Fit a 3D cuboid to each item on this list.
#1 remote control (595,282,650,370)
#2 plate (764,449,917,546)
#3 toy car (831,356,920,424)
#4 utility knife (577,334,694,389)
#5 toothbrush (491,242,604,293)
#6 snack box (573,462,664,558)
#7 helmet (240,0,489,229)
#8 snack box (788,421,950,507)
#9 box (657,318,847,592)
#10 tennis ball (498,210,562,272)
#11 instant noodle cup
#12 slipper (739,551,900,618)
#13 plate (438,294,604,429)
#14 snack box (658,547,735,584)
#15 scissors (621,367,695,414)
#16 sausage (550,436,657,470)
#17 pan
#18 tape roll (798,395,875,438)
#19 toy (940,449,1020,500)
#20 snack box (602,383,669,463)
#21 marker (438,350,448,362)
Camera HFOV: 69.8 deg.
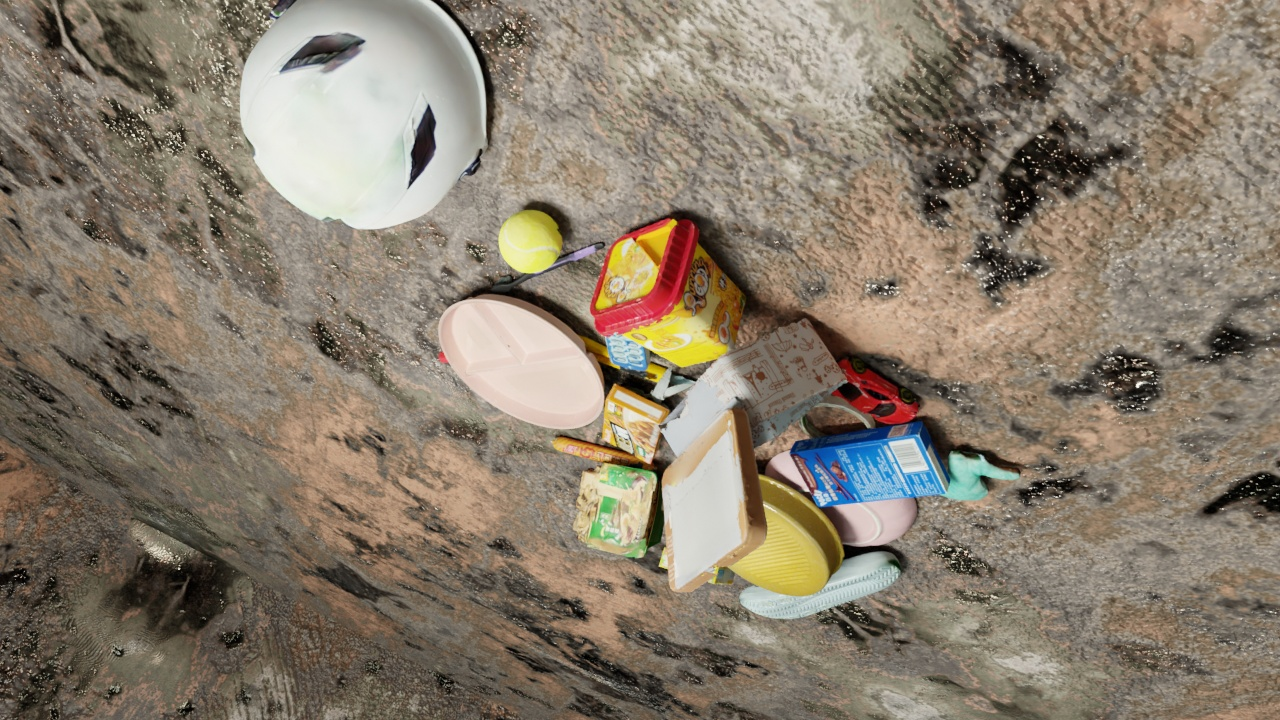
[{"bbox_3d":[-0.017,-0.039,1.034,0.049,0.024,0.125,13,141,20],"label":"remote control"},{"bbox_3d":[0.243,0.180,1.143,0.192,0.038,0.193,18,146,13],"label":"plate"},{"bbox_3d":[0.240,0.036,0.958,0.106,0.031,0.049,30,148,-9],"label":"toy car"},{"bbox_3d":[-0.007,0.006,1.096,0.223,0.015,0.033,19,148,10],"label":"utility knife"},{"bbox_3d":[-0.106,-0.104,1.020,0.189,0.016,0.014,-16,140,42],"label":"toothbrush"},{"bbox_3d":[-0.015,0.208,1.287,0.118,0.118,0.105,8,174,26],"label":"snack box"},{"bbox_3d":[-0.271,-0.218,0.854,0.229,0.145,0.259,42,143,-23],"label":"helmet"},{"bbox_3d":[0.253,0.118,1.020,0.157,0.026,0.084,-14,117,38],"label":"snack box"},{"bbox_3d":[0.089,0.085,0.917,0.136,0.268,0.180,32,145,-4],"label":"box"},{"bbox_3d":[-0.114,-0.123,0.948,0.065,0.065,0.066,18,146,13],"label":"tennis ball"},{"bbox_3d":[0.033,-0.059,0.906,0.116,0.116,0.123,-13,141,44],"label":"instant noodle cup"},{"bbox_3d":[0.240,0.299,1.270,0.246,0.074,0.104,-27,142,32],"label":"slipper"},{"bbox_3d":[-0.146,0.002,1.145,0.230,0.028,0.230,18,142,14],"label":"plate"},{"bbox_3d":[0.089,0.309,1.378,0.087,0.033,0.140,14,169,19],"label":"snack box"},{"bbox_3d":[0.016,0.043,1.109,0.164,0.014,0.164,13,153,32],"label":"scissors"},{"bbox_3d":[-0.053,0.132,1.294,0.165,0.021,0.021,12,144,20],"label":"sausage"},{"bbox_3d":[0.126,0.233,1.246,0.197,0.078,0.359,49,144,-12],"label":"pan"},{"bbox_3d":[0.220,0.071,1.032,0.086,0.013,0.086,18,146,13],"label":"tape roll"},{"bbox_3d":[0.361,0.127,1.000,0.096,0.030,0.092,7,144,22],"label":"toy"},{"bbox_3d":[-0.008,0.082,1.165,0.075,0.026,0.154,26,157,7],"label":"snack box"},{"bbox_3d":[-0.208,0.000,1.224,0.145,0.017,0.017,5,141,29],"label":"marker"}]
